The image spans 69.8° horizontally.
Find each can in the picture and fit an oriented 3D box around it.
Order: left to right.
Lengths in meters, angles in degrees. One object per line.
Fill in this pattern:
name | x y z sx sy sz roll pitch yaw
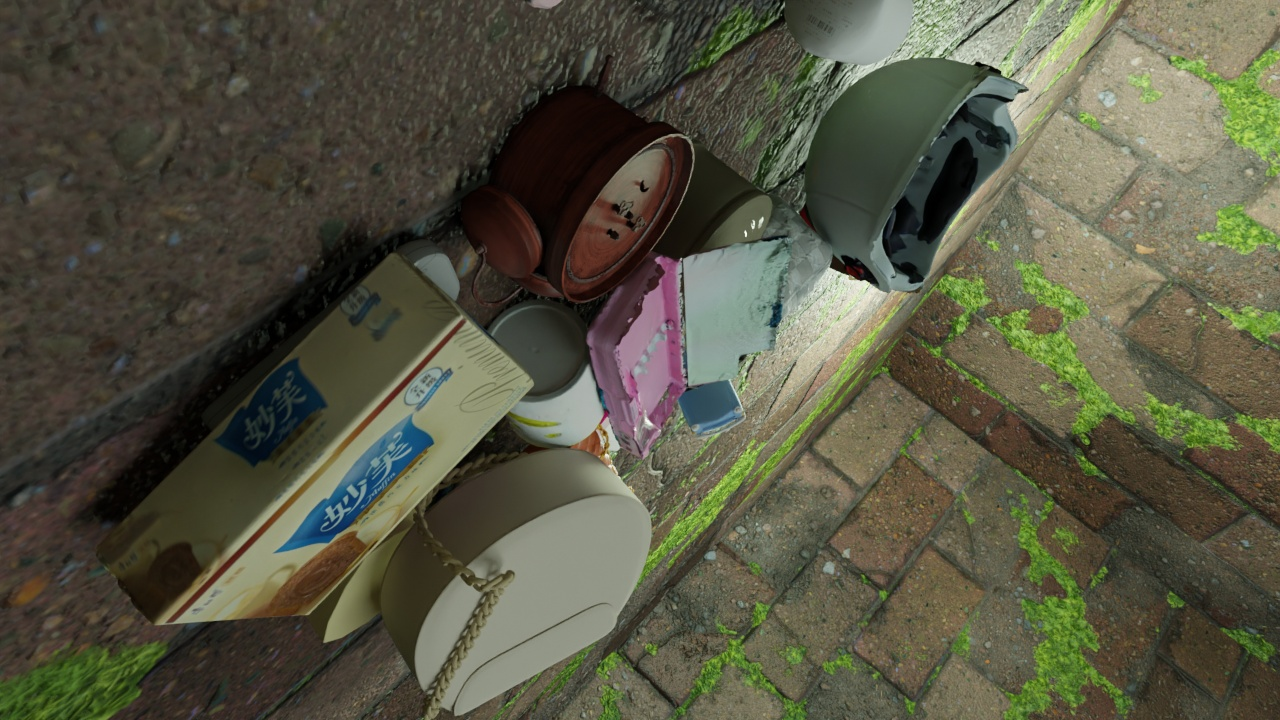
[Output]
can | 0.037 -0.101 0.735 0.127 0.073 0.128 -45 163 -18

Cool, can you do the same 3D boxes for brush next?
brush | -0.188 0.115 0.673 0.089 0.043 0.229 -23 149 -57

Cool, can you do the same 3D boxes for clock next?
clock | -0.042 -0.091 0.550 0.157 0.072 0.120 -51 164 2

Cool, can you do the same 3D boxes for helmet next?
helmet | 0.254 -0.201 0.928 0.237 0.164 0.263 -60 156 12

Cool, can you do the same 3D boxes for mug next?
mug | -0.071 0.012 0.689 0.082 0.082 0.106 -46 162 -14

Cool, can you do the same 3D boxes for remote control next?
remote control | -0.165 -0.007 0.507 0.151 0.019 0.074 -44 165 -14

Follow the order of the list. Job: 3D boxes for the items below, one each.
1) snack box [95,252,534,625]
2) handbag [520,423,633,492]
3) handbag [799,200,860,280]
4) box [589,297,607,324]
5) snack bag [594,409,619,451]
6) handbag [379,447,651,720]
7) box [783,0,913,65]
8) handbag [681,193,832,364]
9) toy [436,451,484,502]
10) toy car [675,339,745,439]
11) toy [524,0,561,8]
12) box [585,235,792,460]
snack box | -0.164 0.053 0.509 0.207 0.055 0.153 -46 166 -5
handbag | -0.062 0.139 0.935 0.108 0.060 0.172 -47 143 -21
handbag | 0.260 -0.158 1.078 0.166 0.138 0.063 -37 158 -35
box | -0.018 0.004 0.879 0.210 0.049 0.120 75 21 -70
snack bag | -0.036 0.074 1.032 0.070 0.016 0.196 -50 164 7
handbag | -0.089 0.174 0.718 0.210 0.103 0.209 -20 136 -32
box | 0.181 -0.292 0.688 0.136 0.083 0.144 -22 143 -61
handbag | 0.102 -0.075 0.907 0.171 0.112 0.124 -42 171 -27
toy | -0.132 0.147 0.814 0.132 0.124 0.096 -36 -169 20
toy car | 0.057 0.015 0.939 0.056 0.153 0.055 -22 131 1
toy | -0.015 -0.207 0.405 0.093 0.050 0.103 -36 162 -54
box | 0.031 -0.016 0.700 0.158 0.066 0.231 -33 158 -10
